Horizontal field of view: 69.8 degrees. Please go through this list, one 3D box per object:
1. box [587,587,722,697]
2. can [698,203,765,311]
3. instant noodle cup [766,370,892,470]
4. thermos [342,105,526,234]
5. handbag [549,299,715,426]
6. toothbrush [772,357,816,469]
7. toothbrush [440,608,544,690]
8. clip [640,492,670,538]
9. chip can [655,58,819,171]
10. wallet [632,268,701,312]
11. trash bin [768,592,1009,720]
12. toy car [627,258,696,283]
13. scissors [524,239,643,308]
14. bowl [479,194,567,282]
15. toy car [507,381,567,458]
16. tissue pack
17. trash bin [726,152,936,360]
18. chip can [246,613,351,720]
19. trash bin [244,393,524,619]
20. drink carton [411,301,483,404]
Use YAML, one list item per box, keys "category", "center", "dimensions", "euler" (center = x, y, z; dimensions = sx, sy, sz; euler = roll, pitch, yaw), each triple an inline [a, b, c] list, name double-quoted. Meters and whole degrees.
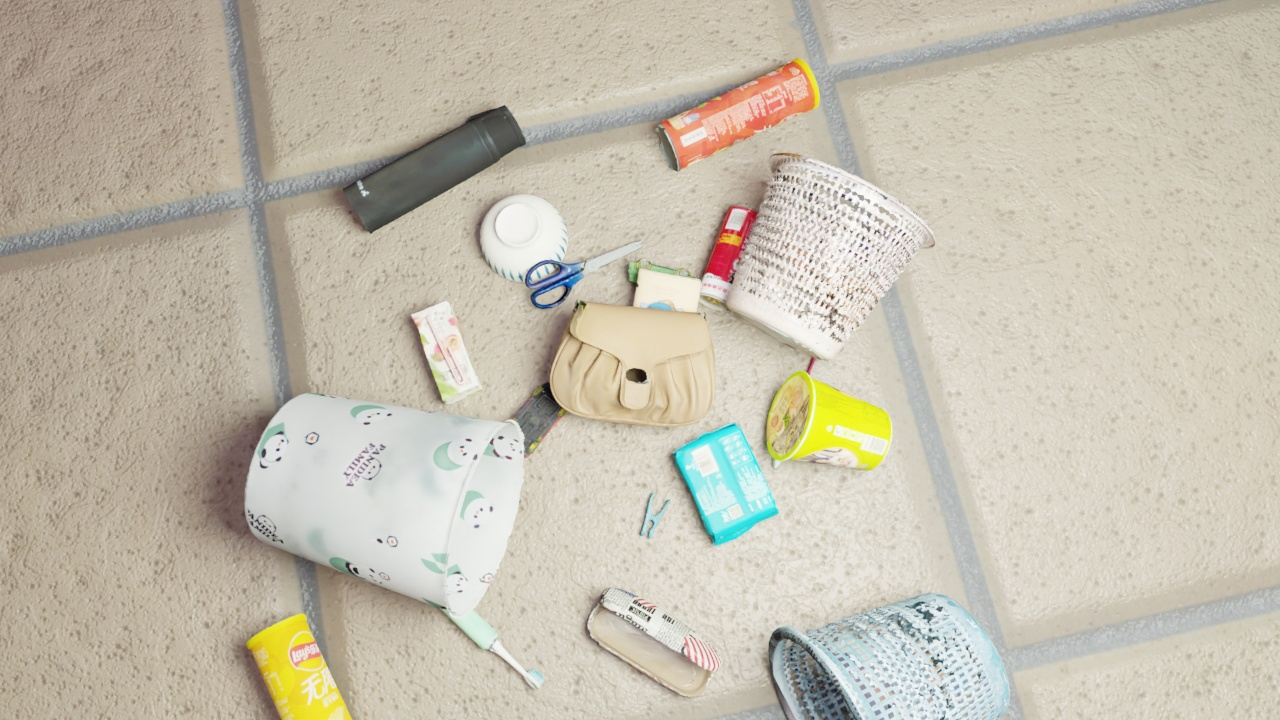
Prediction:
- category: "box"
  center: [0.019, 0.324, 1.076]
  dimensions: [0.162, 0.088, 0.076]
  euler: [31, 62, 10]
- category: "can"
  center: [0.117, -0.133, 1.196]
  dimensions: [0.053, 0.053, 0.132]
  euler: [20, 78, 5]
- category: "instant noodle cup"
  center: [0.233, 0.082, 1.115]
  dimensions: [0.123, 0.112, 0.111]
  euler: [16, 77, -16]
- category: "thermos"
  center: [-0.277, -0.263, 1.234]
  dimensions: [0.242, 0.068, 0.090]
  euler: [-31, 46, -8]
- category: "handbag"
  center: [-0.007, 0.007, 1.127]
  dimensions: [0.204, 0.099, 0.148]
  euler: [5, 99, -4]
- category: "toothbrush"
  center: [0.206, 0.053, 1.172]
  dimensions: [0.017, 0.016, 0.187]
  euler: [23, 78, -4]
- category: "toothbrush"
  center: [-0.204, 0.319, 1.111]
  dimensions: [0.224, 0.027, 0.027]
  euler: [40, 40, 9]
- category: "clip"
  center: [0.015, 0.194, 1.144]
  dimensions: [0.039, 0.014, 0.056]
  euler: [22, 77, 6]
- category: "chip can"
  center: [0.131, -0.328, 1.232]
  dimensions: [0.216, 0.073, 0.073]
  euler: [-26, 78, -5]
- category: "wallet"
  center: [0.031, -0.054, 1.175]
  dimensions: [0.087, 0.024, 0.115]
  euler: [11, 103, 2]
- category: "trash bin"
  center: [0.283, 0.364, 1.013]
  dimensions: [0.194, 0.227, 0.226]
  euler: [-20, 77, -17]
- category: "toy car"
  center: [0.027, -0.110, 1.197]
  dimensions: [0.091, 0.043, 0.036]
  euler: [11, 92, 11]
- category: "scissors"
  center: [-0.068, -0.113, 1.212]
  dimensions: [0.174, 0.012, 0.108]
  euler: [-3, 113, -24]
- category: "bowl"
  center: [-0.155, -0.167, 1.202]
  dimensions: [0.116, 0.066, 0.116]
  euler: [0, 77, 1]
- category: "toy car"
  center: [-0.131, 0.074, 1.163]
  dimensions: [0.049, 0.031, 0.106]
  euler: [36, 67, 5]
- category: "tissue pack"
  center: [0.105, 0.152, 1.133]
  dimensions: [0.093, 0.050, 0.133]
  euler: [-23, 78, -6]
- category: "trash bin"
  center: [0.213, -0.115, 1.123]
  dimensions: [0.227, 0.227, 0.192]
  euler: [29, 91, 7]
- category: "chip can"
  center: [-0.383, 0.407, 1.070]
  dimensions: [0.072, 0.072, 0.213]
  euler: [-29, 78, -6]
- category: "trash bin"
  center: [-0.291, 0.153, 1.061]
  dimensions: [0.252, 0.229, 0.229]
  euler: [12, 77, 10]
- category: "drink carton"
  center: [-0.248, -0.010, 1.178]
  dimensions: [0.053, 0.045, 0.122]
  euler: [-21, 78, -5]
